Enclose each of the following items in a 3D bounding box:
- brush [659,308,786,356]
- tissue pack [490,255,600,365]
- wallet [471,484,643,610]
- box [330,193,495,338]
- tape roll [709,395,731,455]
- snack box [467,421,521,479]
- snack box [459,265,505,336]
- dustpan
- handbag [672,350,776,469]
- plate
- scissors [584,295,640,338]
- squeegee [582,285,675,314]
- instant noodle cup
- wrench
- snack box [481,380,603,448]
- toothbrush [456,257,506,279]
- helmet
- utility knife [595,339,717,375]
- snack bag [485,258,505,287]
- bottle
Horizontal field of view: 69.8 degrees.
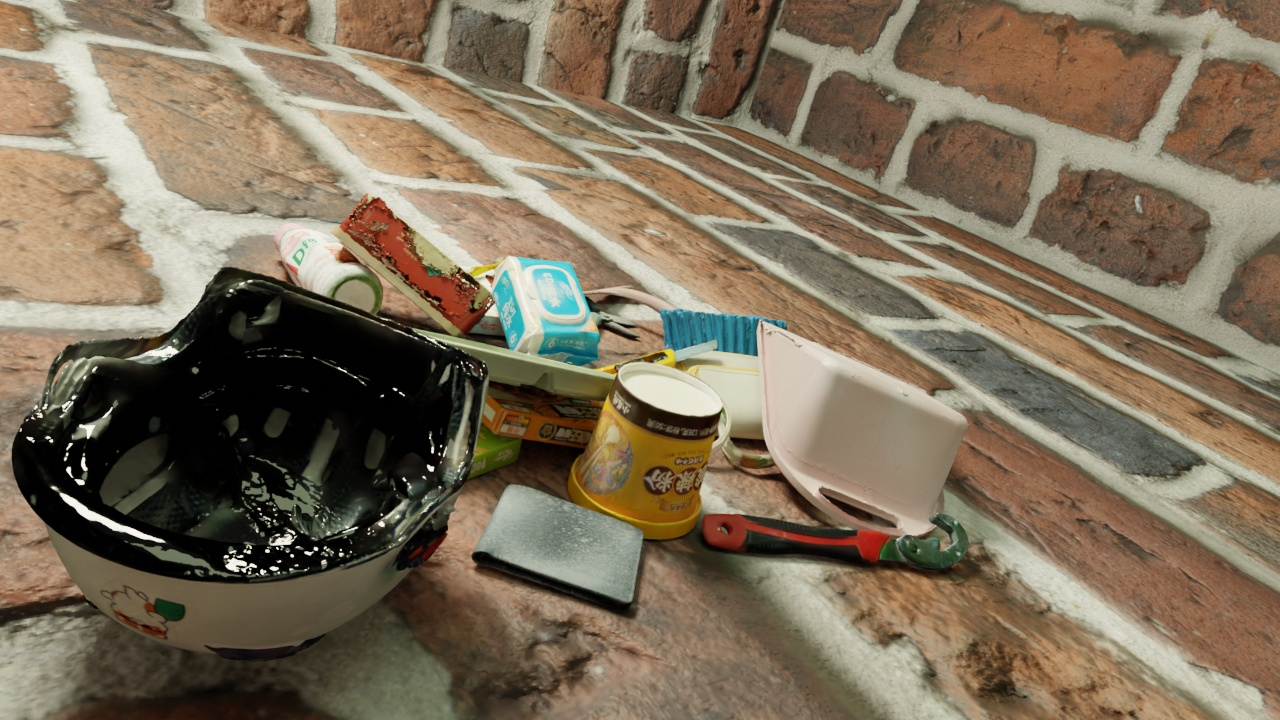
[{"bbox_3d":[0.171,0.003,1.124,0.314,0.109,0.060,5,-2,-13],"label":"brush"},{"bbox_3d":[-0.104,-0.054,1.020,0.089,0.063,0.140,2,52,-33],"label":"tissue pack"},{"bbox_3d":[-0.059,0.141,0.698,0.121,0.019,0.097,19,24,-1],"label":"wallet"},{"bbox_3d":[-0.231,-0.102,0.966,0.168,0.075,0.091,40,-7,-3],"label":"box"},{"bbox_3d":[0.048,0.060,0.918,0.086,0.014,0.085,1,51,-1],"label":"tape roll"},{"bbox_3d":[-0.188,0.051,0.802,0.156,0.026,0.085,29,25,26],"label":"snack box"},{"bbox_3d":[-0.186,-0.073,1.100,0.084,0.027,0.157,5,25,-29],"label":"snack box"},{"bbox_3d":[0.218,0.074,0.976,0.222,0.139,0.273,23,7,-6],"label":"dustpan"},{"bbox_3d":[0.119,0.054,0.988,0.163,0.063,0.178,6,28,-22],"label":"handbag"},{"bbox_3d":[-0.124,0.003,0.841,0.230,0.027,0.230,12,-1,0],"label":"plate"},{"bbox_3d":[-0.088,-0.071,1.172,0.170,0.019,0.181,7,22,-40],"label":"scissors"},{"bbox_3d":[0.038,-0.050,1.179,0.250,0.040,0.247,28,15,14],"label":"squeegee"},{"bbox_3d":[0.009,0.072,0.781,0.118,0.115,0.118,16,22,-7],"label":"instant noodle cup"},{"bbox_3d":[0.180,0.159,0.816,0.273,0.016,0.056,6,51,-21],"label":"wrench"},{"bbox_3d":[-0.085,0.050,0.841,0.153,0.026,0.075,14,15,-42],"label":"snack box"},{"bbox_3d":[-0.208,-0.108,1.112,0.018,0.016,0.191,13,18,21],"label":"toothbrush"},{"bbox_3d":[-0.221,0.075,0.549,0.230,0.157,0.273,19,32,-1],"label":"helmet"},{"bbox_3d":[-0.006,0.006,0.971,0.208,0.015,0.033,-17,37,-22],"label":"utility knife"},{"bbox_3d":[-0.159,-0.102,1.121,0.048,0.026,0.104,31,21,-4],"label":"snack bag"},{"bbox_3d":[-0.348,-0.101,0.998,0.068,0.068,0.197,-3,25,-41],"label":"bottle"}]
